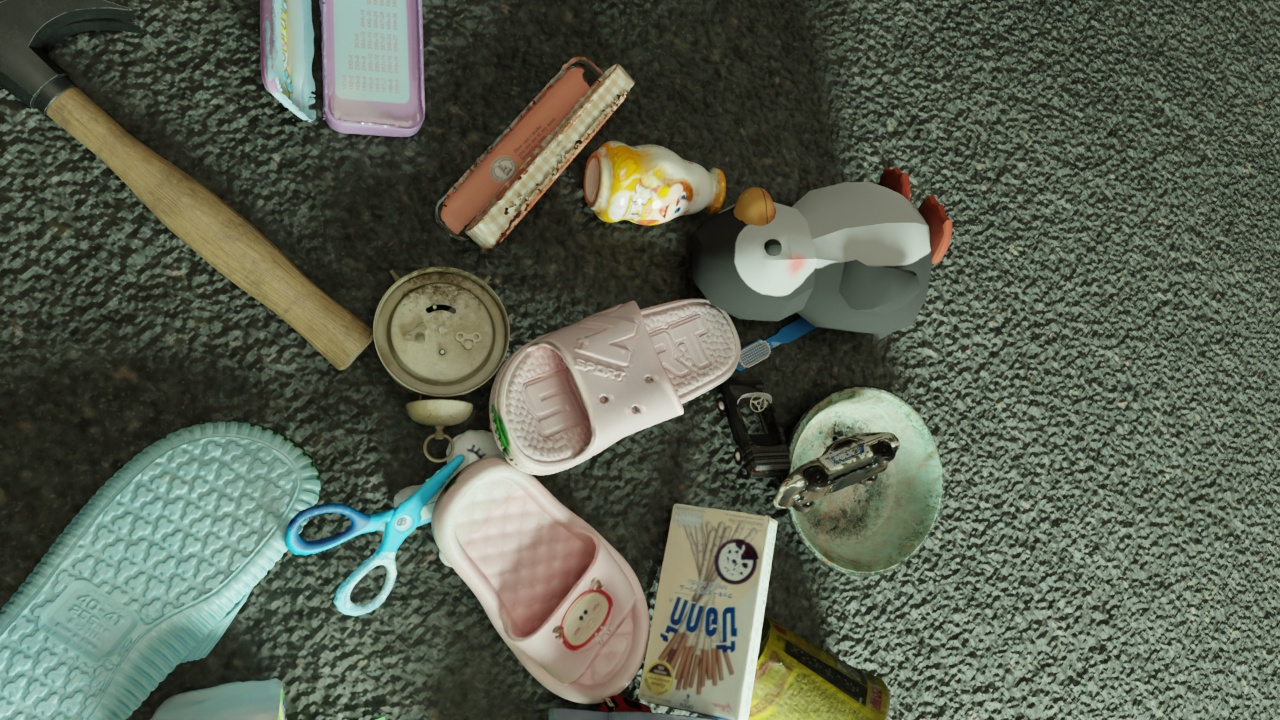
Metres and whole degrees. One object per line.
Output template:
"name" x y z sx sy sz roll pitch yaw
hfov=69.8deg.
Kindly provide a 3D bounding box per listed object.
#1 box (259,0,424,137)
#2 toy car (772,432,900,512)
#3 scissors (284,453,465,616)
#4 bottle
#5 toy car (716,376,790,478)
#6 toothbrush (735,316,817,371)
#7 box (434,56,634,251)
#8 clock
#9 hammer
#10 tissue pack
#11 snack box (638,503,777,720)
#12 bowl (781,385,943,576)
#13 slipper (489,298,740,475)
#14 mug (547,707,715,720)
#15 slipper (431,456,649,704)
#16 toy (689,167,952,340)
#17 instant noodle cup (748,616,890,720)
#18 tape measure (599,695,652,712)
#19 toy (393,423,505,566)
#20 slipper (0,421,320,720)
"box" -0.218 -0.273 0.649 0.139 0.062 0.214 4 82 -56
"toy car" 0.152 0.084 0.723 0.112 0.049 0.040 -18 60 -22
"scissors" -0.171 0.103 0.612 0.140 0.013 0.113 -46 126 -3
"bottle" 0.012 -0.138 0.725 0.108 0.063 0.063 1 84 -22
"toy car" 0.092 0.051 0.736 0.040 0.037 0.092 -1 52 -20
"toothbrush" 0.146 -0.033 0.791 0.166 0.014 0.016 -27 95 -22
"box" -0.078 -0.163 0.697 0.076 0.055 0.186 31 71 18
"clock" -0.143 0.003 0.655 0.093 0.055 0.140 2 78 -16
"hammer" -0.304 -0.110 0.616 0.305 0.040 0.132 43 75 -13
"tissue pack" -0.222 0.303 0.569 0.141 0.120 0.197 -3 92 -20
"snack box" 0.052 0.188 0.694 0.026 0.082 0.150 38 60 -59
"bowl" 0.181 0.101 0.778 0.157 0.039 0.157 2 84 -21
"slipper" -0.004 0.004 0.672 0.238 0.065 0.094 -23 87 -39
"mug" -0.006 0.294 0.618 0.124 0.084 0.103 5 65 0
"slipper" -0.062 0.158 0.654 0.106 0.056 0.221 -45 118 -21
"toy" 0.129 -0.073 0.740 0.184 0.159 0.140 -3 123 -11
"instant noodle cup" 0.121 0.261 0.716 0.108 0.102 0.102 38 73 -4
"tape measure" -0.009 0.280 0.688 0.051 0.019 0.059 5 106 -27
"toy" -0.113 0.086 0.668 0.125 0.037 0.076 -44 105 -14
"slipper" -0.317 0.150 0.567 0.116 0.070 0.275 40 58 -9
